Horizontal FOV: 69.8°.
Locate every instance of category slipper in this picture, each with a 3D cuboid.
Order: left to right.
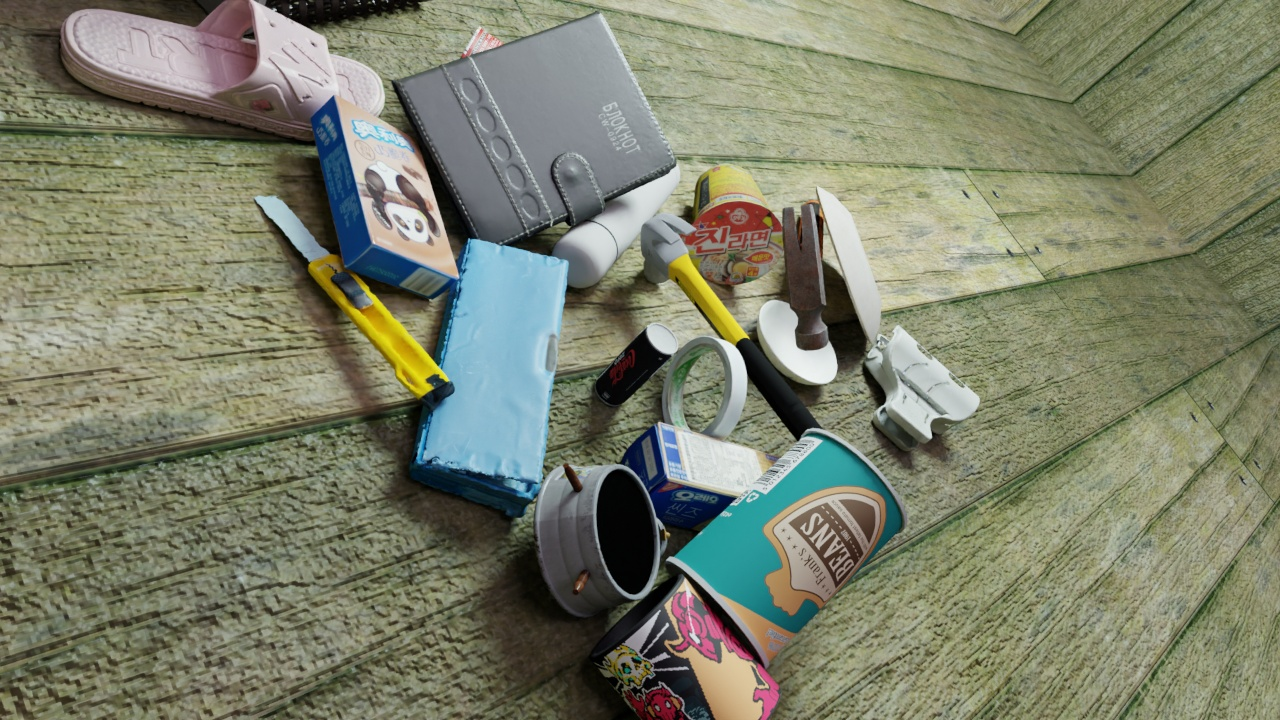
[{"bbox_3d":[-0.303,-0.230,0.702,0.238,0.065,0.094,-2,58,-41],"label":"slipper"}]

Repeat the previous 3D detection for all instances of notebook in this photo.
[{"bbox_3d":[-0.085,-0.199,0.800,0.208,0.029,0.169,-29,95,-21],"label":"notebook"}]

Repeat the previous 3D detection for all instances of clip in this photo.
[{"bbox_3d":[0.311,0.028,1.011,0.126,0.099,0.152,41,29,-2],"label":"clip"}]

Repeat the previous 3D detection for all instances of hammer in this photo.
[{"bbox_3d":[0.095,-0.001,0.789,0.029,0.127,0.323,-32,68,-11],"label":"hammer"},{"bbox_3d":[0.185,-0.136,1.010,0.313,0.035,0.138,-66,147,-63],"label":"hammer"}]

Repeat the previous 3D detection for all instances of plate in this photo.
[{"bbox_3d":[0.156,-0.013,0.950,0.104,0.026,0.104,24,43,-24],"label":"plate"},{"bbox_3d":[0.242,-0.112,1.036,0.188,0.027,0.188,-19,90,-74],"label":"plate"}]

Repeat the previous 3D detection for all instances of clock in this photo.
[{"bbox_3d":[-0.022,0.123,0.637,0.147,0.056,0.103,24,56,-58],"label":"clock"}]

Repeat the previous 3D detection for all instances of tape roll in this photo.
[{"bbox_3d":[0.052,0.027,0.770,0.018,0.094,0.093,14,48,-33],"label":"tape roll"}]

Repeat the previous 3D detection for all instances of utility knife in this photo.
[{"bbox_3d":[-0.207,-0.046,0.650,0.217,0.019,0.030,44,44,17],"label":"utility knife"}]

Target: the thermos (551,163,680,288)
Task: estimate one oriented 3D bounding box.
[{"bbox_3d":[-0.021,-0.139,0.882,0.052,0.052,0.223,41,39,-6],"label":"thermos"}]

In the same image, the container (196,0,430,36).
[{"bbox_3d":[-0.288,-0.447,0.765,0.247,0.246,0.242,45,42,-1],"label":"container"}]

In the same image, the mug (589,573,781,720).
[{"bbox_3d":[0.032,0.203,0.620,0.098,0.082,0.118,49,11,4],"label":"mug"}]

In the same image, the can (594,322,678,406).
[{"bbox_3d":[-0.004,0.004,0.748,0.031,0.081,0.031,23,44,-25],"label":"can"}]

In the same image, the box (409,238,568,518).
[{"bbox_3d":[-0.105,-0.002,0.686,0.093,0.054,0.231,25,43,-22],"label":"box"}]

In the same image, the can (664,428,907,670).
[{"bbox_3d":[0.103,0.132,0.656,0.143,0.099,0.099,-40,86,-16],"label":"can"}]

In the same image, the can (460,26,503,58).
[{"bbox_3d":[-0.121,-0.238,0.851,0.116,0.087,0.086,30,41,-18],"label":"can"}]

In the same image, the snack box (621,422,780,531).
[{"bbox_3d":[0.084,0.111,0.756,0.206,0.057,0.056,18,43,-29],"label":"snack box"}]

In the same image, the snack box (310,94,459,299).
[{"bbox_3d":[-0.198,-0.125,0.708,0.087,0.034,0.151,22,40,-54],"label":"snack box"}]

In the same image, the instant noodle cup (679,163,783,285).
[{"bbox_3d":[0.096,-0.152,0.971,0.100,0.101,0.112,28,34,-21],"label":"instant noodle cup"}]
